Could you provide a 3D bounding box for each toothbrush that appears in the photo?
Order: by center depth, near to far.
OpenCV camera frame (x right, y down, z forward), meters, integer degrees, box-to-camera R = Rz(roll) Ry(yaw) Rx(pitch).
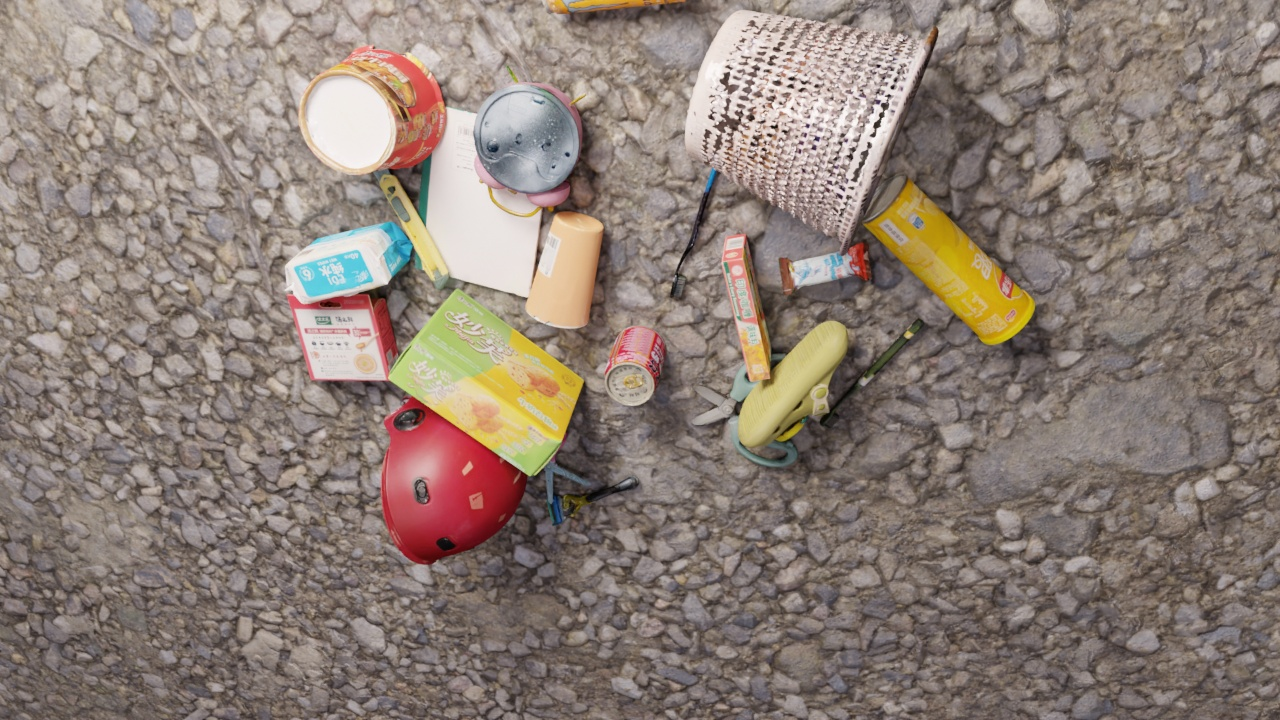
[{"bbox_3d":[0.066,-0.154,1.065,0.016,0.014,0.190,17,119,-2],"label":"toothbrush"},{"bbox_3d":[0.284,0.019,1.126,0.017,0.012,0.186,30,119,-14],"label":"toothbrush"}]

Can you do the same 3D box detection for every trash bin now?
[{"bbox_3d":[0.157,-0.241,0.902,0.192,0.226,0.228,23,121,10],"label":"trash bin"}]

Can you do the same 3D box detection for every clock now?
[{"bbox_3d":[-0.124,-0.231,1.012,0.117,0.059,0.159,20,118,-1],"label":"clock"}]

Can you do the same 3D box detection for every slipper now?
[{"bbox_3d":[0.193,0.040,1.090,0.081,0.091,0.191,33,114,-11],"label":"slipper"}]

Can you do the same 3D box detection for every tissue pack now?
[{"bbox_3d":[-0.353,-0.117,1.110,0.140,0.089,0.063,-11,116,14],"label":"tissue pack"}]

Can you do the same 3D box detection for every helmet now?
[{"bbox_3d":[-0.221,0.138,1.151,0.144,0.239,0.207,-15,113,9],"label":"helmet"}]

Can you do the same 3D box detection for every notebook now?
[{"bbox_3d":[-0.189,-0.186,1.089,0.150,0.012,0.209,14,119,3],"label":"notebook"}]

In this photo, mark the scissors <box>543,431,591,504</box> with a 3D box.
[{"bbox_3d":[-0.126,0.137,1.255,0.133,0.017,0.135,24,115,0],"label":"scissors"}]

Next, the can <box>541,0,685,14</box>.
[{"bbox_3d":[-0.026,-0.385,0.924,0.146,0.058,0.058,-2,118,10],"label":"can"}]

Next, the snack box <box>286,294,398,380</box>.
[{"bbox_3d":[-0.381,-0.037,1.185,0.113,0.044,0.127,1,120,10],"label":"snack box"}]

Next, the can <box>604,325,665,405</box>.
[{"bbox_3d":[-0.007,0.007,1.119,0.066,0.093,0.067,4,119,7],"label":"can"}]

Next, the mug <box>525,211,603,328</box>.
[{"bbox_3d":[-0.086,-0.109,1.083,0.078,0.078,0.123,16,115,0],"label":"mug"}]

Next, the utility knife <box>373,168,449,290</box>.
[{"bbox_3d":[-0.286,-0.182,1.102,0.031,0.022,0.213,-22,102,19],"label":"utility knife"}]

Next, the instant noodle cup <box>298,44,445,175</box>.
[{"bbox_3d":[-0.297,-0.265,1.001,0.138,0.108,0.138,4,115,9],"label":"instant noodle cup"}]

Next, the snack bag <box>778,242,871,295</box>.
[{"bbox_3d":[0.213,-0.106,1.060,0.104,0.026,0.048,-8,105,13],"label":"snack bag"}]

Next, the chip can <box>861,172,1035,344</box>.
[{"bbox_3d":[0.337,-0.109,1.012,0.213,0.071,0.072,40,117,-13],"label":"chip can"}]

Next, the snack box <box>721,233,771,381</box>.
[{"bbox_3d":[0.125,-0.061,1.070,0.027,0.076,0.156,-10,117,14],"label":"snack box"}]

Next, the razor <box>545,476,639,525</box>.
[{"bbox_3d":[-0.064,0.188,1.273,0.143,0.022,0.042,-22,75,19],"label":"razor"}]

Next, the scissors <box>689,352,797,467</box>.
[{"bbox_3d":[0.155,0.056,1.165,0.170,0.019,0.179,35,119,-9],"label":"scissors"}]

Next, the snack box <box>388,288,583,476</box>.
[{"bbox_3d":[-0.181,0.024,1.121,0.210,0.157,0.070,37,116,-11],"label":"snack box"}]
